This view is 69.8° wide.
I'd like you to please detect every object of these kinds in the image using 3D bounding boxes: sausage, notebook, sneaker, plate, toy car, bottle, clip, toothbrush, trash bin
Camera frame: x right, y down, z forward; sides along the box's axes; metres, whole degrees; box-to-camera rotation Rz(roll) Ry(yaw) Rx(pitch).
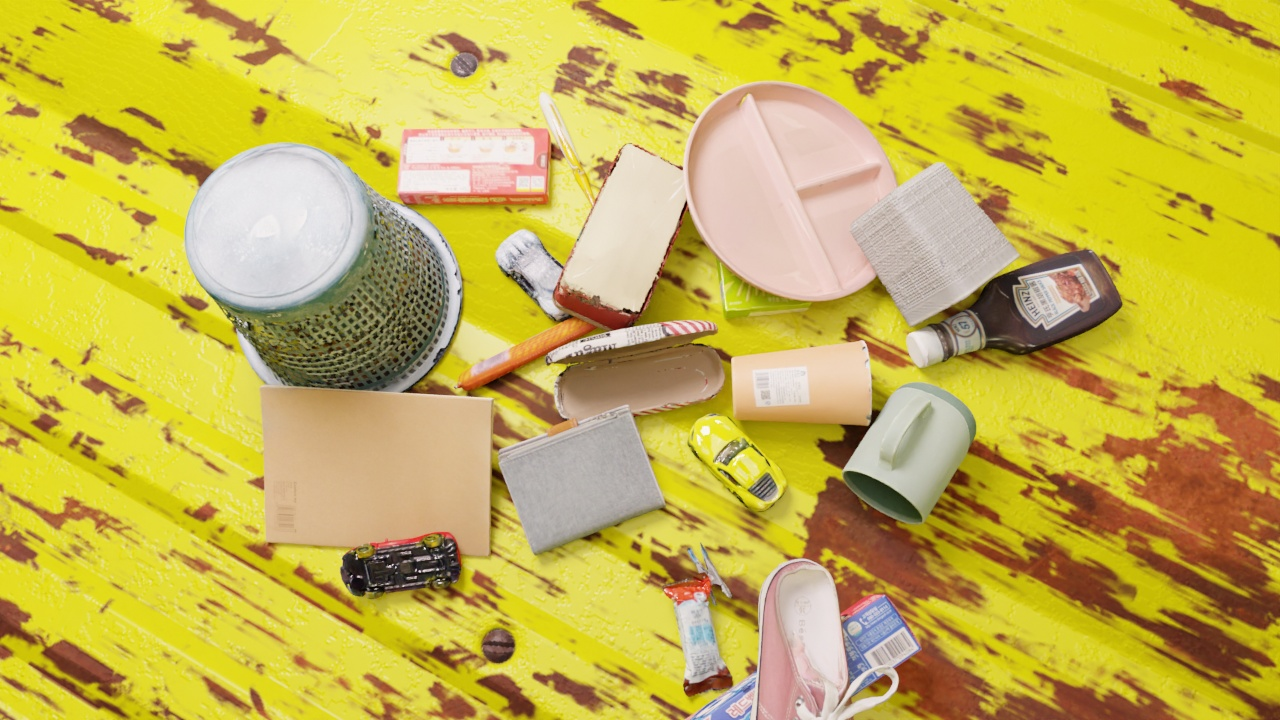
[{"bbox_3d":[-0.105,-0.011,0.887,0.165,0.021,0.021,-26,75,-5],"label":"sausage"},{"bbox_3d":[-0.240,0.102,0.835,0.211,0.012,0.149,3,100,2],"label":"notebook"},{"bbox_3d":[0.131,0.276,0.705,0.118,0.088,0.241,1,80,-2],"label":"sneaker"},{"bbox_3d":[0.146,-0.162,0.887,0.229,0.028,0.229,5,73,-17],"label":"plate"},{"bbox_3d":[-0.097,-0.084,0.903,0.049,0.031,0.105,-44,78,-9],"label":"toy car"},{"bbox_3d":[-0.216,0.183,0.827,0.106,0.031,0.049,-10,104,-3],"label":"toy car"},{"bbox_3d":[0.089,0.092,0.847,0.048,0.032,0.105,-43,76,-9],"label":"toy car"},{"bbox_3d":[0.349,-0.042,0.871,0.195,0.044,0.080,-20,74,-3],"label":"bottle"},{"bbox_3d":[0.062,0.191,0.824,0.036,0.025,0.058,-27,80,1],"label":"clip"},{"bbox_3d":[-0.065,-0.197,0.939,0.016,0.018,0.191,-23,77,-7],"label":"toothbrush"},{"bbox_3d":[-0.291,-0.086,0.824,0.226,0.195,0.226,0,74,1],"label":"trash bin"}]

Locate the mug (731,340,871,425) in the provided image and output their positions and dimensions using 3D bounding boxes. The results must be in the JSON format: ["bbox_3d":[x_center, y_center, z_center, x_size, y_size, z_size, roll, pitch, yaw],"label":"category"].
[{"bbox_3d":[0.146,0.024,0.845,0.123,0.078,0.078,-3,74,5],"label":"mug"}]

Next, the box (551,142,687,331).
[{"bbox_3d":[-0.015,-0.119,0.869,0.091,0.078,0.168,24,69,-6],"label":"box"}]

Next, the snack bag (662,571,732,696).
[{"bbox_3d":[0.050,0.241,0.805,0.045,0.026,0.105,-12,88,-10],"label":"snack bag"}]

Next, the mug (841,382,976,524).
[{"bbox_3d":[0.237,0.073,0.807,0.082,0.112,0.106,28,73,33],"label":"mug"}]

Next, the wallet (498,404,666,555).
[{"bbox_3d":[-0.055,0.107,0.842,0.129,0.037,0.106,-20,91,-3],"label":"wallet"}]

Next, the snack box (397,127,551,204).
[{"bbox_3d":[-0.169,-0.199,0.939,0.153,0.025,0.075,0,73,1],"label":"snack box"}]

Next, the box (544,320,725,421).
[{"bbox_3d":[-0.005,0.004,0.847,0.162,0.087,0.075,-10,60,2],"label":"box"}]

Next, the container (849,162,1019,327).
[{"bbox_3d":[0.266,-0.109,0.849,0.090,0.090,0.114,-33,86,-26],"label":"container"}]

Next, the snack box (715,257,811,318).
[{"bbox_3d":[0.115,-0.121,0.909,0.086,0.026,0.156,-5,74,-1],"label":"snack box"}]

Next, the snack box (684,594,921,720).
[{"bbox_3d":[0.135,0.277,0.780,0.207,0.058,0.057,-32,79,-7],"label":"snack box"}]
